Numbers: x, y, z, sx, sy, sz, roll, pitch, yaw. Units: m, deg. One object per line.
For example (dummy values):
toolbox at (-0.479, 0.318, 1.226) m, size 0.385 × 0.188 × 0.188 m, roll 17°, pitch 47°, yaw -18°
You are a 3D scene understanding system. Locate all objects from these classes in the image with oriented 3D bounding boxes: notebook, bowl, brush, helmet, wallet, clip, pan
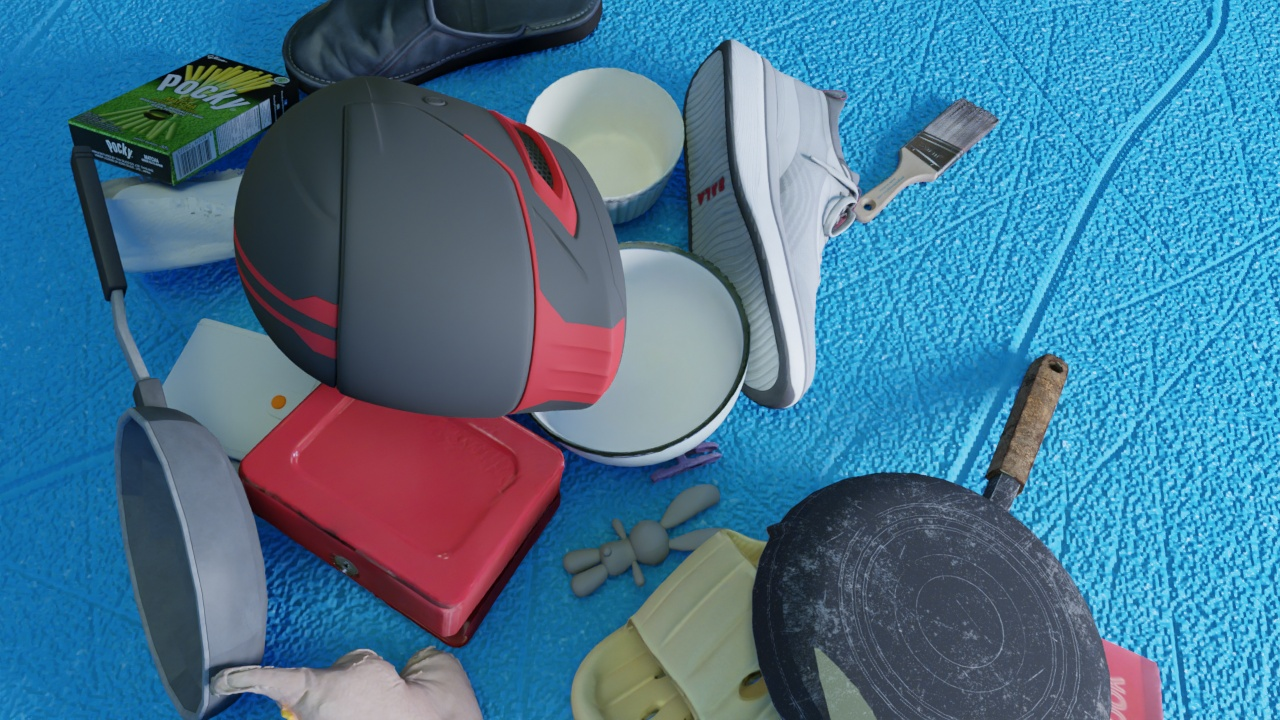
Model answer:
notebook at (0.209, 0.211, 0.497) m, size 0.153 × 0.012 × 0.208 m, roll 22°, pitch 38°, yaw 11°
bowl at (-0.026, -0.152, 0.683) m, size 0.115 × 0.062 × 0.115 m, roll 0°, pitch 67°, yaw 0°
brush at (0.217, -0.154, 0.711) m, size 0.151 × 0.012 × 0.039 m, roll -41°, pitch 73°, yaw -15°
bowl at (-0.004, 0.004, 0.604) m, size 0.153 × 0.073 × 0.153 m, roll -4°, pitch 63°, yaw 7°
helmet at (-0.134, -0.063, 0.512) m, size 0.169 × 0.165 × 0.264 m, roll -5°, pitch 38°, yaw -27°
wallet at (-0.271, 0.039, 0.616) m, size 0.118 × 0.037 × 0.115 m, roll 15°, pitch 67°, yaw 11°
clip at (0.025, 0.062, 0.618) m, size 0.052 × 0.014 × 0.042 m, roll -34°, pitch 68°, yaw -10°
pan at (-0.287, 0.031, 0.544) m, size 0.041 × 0.179 × 0.357 m, roll -11°, pitch 74°, yaw -39°
pan at (0.200, 0.098, 0.532) m, size 0.207 × 0.040 × 0.355 m, roll 34°, pitch 53°, yaw 9°

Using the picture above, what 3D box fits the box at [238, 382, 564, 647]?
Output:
box at (-0.141, 0.077, 0.561) m, size 0.157 × 0.113 × 0.134 m, roll 28°, pitch 65°, yaw 12°

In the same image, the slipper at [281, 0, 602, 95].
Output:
slipper at (-0.163, -0.290, 0.734) m, size 0.265 × 0.083 × 0.108 m, roll -14°, pitch 69°, yaw -4°

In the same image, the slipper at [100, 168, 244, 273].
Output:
slipper at (-0.257, -0.099, 0.656) m, size 0.246 × 0.075 × 0.112 m, roll -5°, pitch 43°, yaw -6°

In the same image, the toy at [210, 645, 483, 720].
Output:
toy at (-0.112, 0.273, 0.464) m, size 0.065 × 0.195 × 0.264 m, roll -39°, pitch 55°, yaw 29°

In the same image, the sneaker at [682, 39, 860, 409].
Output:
sneaker at (0.106, -0.093, 0.651) m, size 0.128 × 0.097 × 0.262 m, roll 3°, pitch 74°, yaw -24°

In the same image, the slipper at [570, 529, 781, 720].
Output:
slipper at (0.079, 0.141, 0.530) m, size 0.261 × 0.079 × 0.111 m, roll -27°, pitch 42°, yaw -15°

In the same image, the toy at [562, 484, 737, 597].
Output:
toy at (0.005, 0.116, 0.585) m, size 0.111 × 0.030 × 0.049 m, roll -23°, pitch 54°, yaw -4°

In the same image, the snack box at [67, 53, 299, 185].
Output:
snack box at (-0.332, -0.183, 0.682) m, size 0.080 × 0.025 × 0.147 m, roll 18°, pitch 39°, yaw 8°
